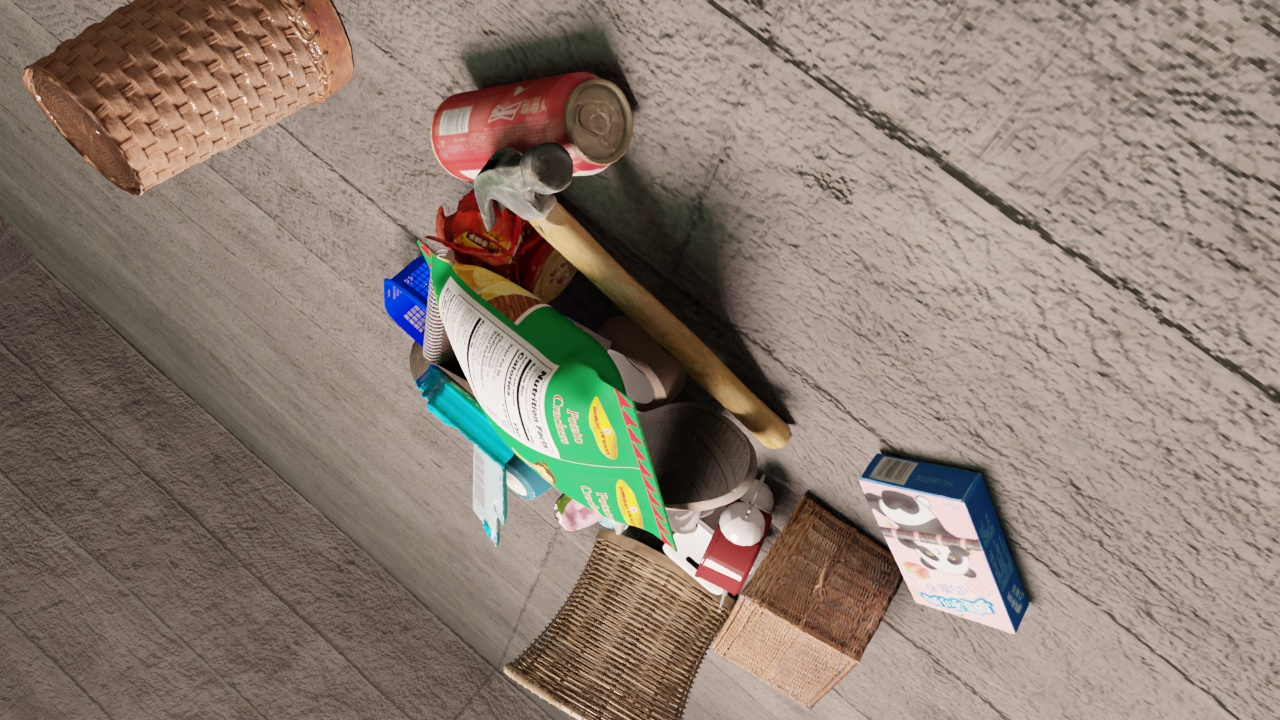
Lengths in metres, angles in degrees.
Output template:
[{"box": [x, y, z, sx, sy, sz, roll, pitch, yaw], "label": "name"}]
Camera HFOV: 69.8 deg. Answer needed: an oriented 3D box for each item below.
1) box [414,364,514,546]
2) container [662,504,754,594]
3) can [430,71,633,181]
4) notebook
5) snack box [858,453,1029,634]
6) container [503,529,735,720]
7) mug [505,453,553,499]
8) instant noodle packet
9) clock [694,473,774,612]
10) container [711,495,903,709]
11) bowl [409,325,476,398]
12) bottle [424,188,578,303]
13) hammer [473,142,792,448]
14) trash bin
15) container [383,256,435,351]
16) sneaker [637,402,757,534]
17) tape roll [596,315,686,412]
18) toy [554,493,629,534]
[{"box": [-0.163, 0.087, 0.924, 0.181, 0.074, 0.227, 67, 166, -10], "label": "box"}, {"box": [0.080, 0.191, 0.962, 0.081, 0.049, 0.129, 39, 153, 7], "label": "container"}, {"box": [-0.082, -0.164, 0.653, 0.170, 0.067, 0.067, 9, 138, 47], "label": "can"}, {"box": [-0.128, -0.010, 0.877, 0.171, 0.022, 0.210, 29, 152, -1], "label": "notebook"}, {"box": [0.235, 0.141, 0.705, 0.088, 0.033, 0.154, 9, 137, 47], "label": "snack box"}, {"box": [-0.014, 0.333, 1.084, 0.227, 0.195, 0.227, 27, 163, 9], "label": "container"}, {"box": [-0.118, 0.099, 1.035, 0.112, 0.104, 0.084, -3, 128, 54], "label": "mug"}, {"box": [-0.073, 0.028, 0.719, 0.253, 0.090, 0.196, 35, 155, 34], "label": "instant noodle packet"}, {"box": [0.089, 0.161, 0.841, 0.044, 0.087, 0.125, 25, 115, 8], "label": "clock"}, {"box": [0.153, 0.231, 0.855, 0.113, 0.113, 0.199, 31, 152, 15], "label": "container"}, {"box": [-0.238, 0.020, 1.110, 0.121, 0.056, 0.121, 29, 141, 26], "label": "bowl"}, {"box": [-0.110, -0.103, 0.746, 0.111, 0.098, 0.099, 35, 152, 15], "label": "bottle"}, {"box": [0.006, -0.034, 0.687, 0.330, 0.033, 0.132, 43, 159, -29], "label": "hammer"}, {"box": [-0.371, -0.242, 0.770, 0.151, 0.209, 0.151, 32, 151, 20], "label": "trash bin"}, {"box": [-0.218, -0.054, 0.998, 0.114, 0.058, 0.096, 40, 153, 6], "label": "container"}, {"box": [0.044, 0.105, 0.817, 0.120, 0.095, 0.235, 28, 156, -28], "label": "sneaker"}, {"box": [-0.005, 0.005, 0.831, 0.094, 0.030, 0.094, 32, 151, 20], "label": "tape roll"}, {"box": [-0.014, 0.148, 0.990, 0.106, 0.130, 0.205, 11, 156, 14], "label": "toy"}]
